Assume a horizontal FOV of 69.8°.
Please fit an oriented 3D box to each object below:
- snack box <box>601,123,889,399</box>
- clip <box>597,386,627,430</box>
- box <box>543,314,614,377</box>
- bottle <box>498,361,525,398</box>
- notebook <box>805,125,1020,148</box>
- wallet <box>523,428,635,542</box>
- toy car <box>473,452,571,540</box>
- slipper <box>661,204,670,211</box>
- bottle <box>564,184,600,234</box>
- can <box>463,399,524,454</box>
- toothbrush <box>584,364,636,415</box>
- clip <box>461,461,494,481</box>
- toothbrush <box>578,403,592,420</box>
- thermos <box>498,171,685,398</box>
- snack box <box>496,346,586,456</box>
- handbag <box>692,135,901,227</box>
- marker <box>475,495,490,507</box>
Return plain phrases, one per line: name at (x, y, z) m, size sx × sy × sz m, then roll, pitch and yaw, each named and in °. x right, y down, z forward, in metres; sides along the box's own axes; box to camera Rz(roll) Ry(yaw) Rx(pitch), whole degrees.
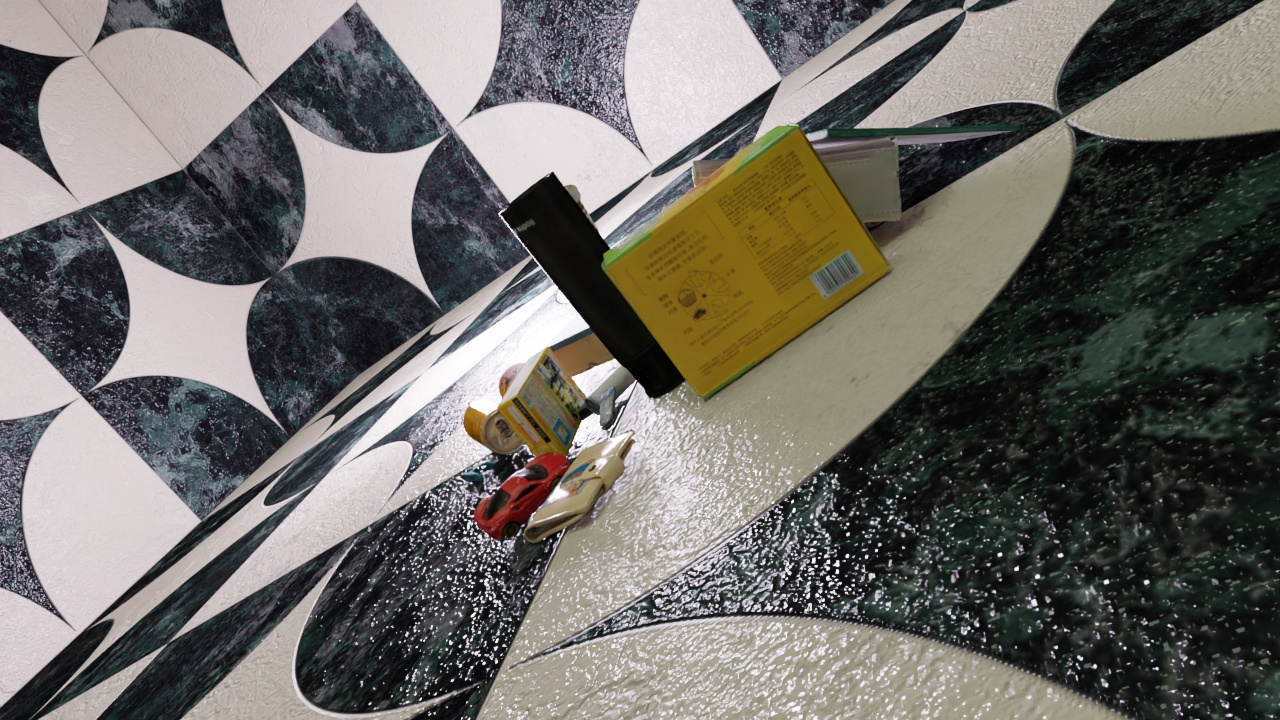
snack box at (0.092, -0.090, 0.834) m, size 0.210 × 0.157 × 0.070 m, roll -36°, pitch 14°, yaw 7°
clip at (-0.033, 0.053, 0.970) m, size 0.027 × 0.045 × 0.058 m, roll -28°, pitch 25°, yaw 23°
box at (-0.043, -0.040, 1.214) m, size 0.185 × 0.059 × 0.089 m, roll -26°, pitch 18°, yaw 43°
bottle at (-0.142, 0.046, 1.187) m, size 0.066 × 0.067 × 0.149 m, roll -39°, pitch 21°, yaw -6°
notebook at (0.260, -0.233, 0.961) m, size 0.209 × 0.012 × 0.150 m, roll -5°, pitch 9°, yaw -12°
wallet at (-0.049, 0.110, 0.822) m, size 0.087 × 0.024 × 0.114 m, roll -32°, pitch 13°, yaw 39°
toy car at (-0.112, 0.125, 0.879) m, size 0.106 × 0.031 × 0.049 m, roll -40°, pitch 36°, yaw -20°
slipper at (0.039, -0.100, 1.056) m, size 0.191 × 0.081 × 0.091 m, roll 118°, pitch 150°, yaw -53°
bottle at (-0.039, -0.092, 0.981) m, size 0.060 × 0.206 × 0.059 m, roll -22°, pitch 28°, yaw 12°
can at (-0.186, 0.083, 1.165) m, size 0.058 × 0.058 × 0.146 m, roll -41°, pitch 15°, yaw -14°
toothbrush at (0.017, -0.017, 1.057) m, size 0.220 × 0.027 × 0.026 m, roll -44°, pitch -17°, yaw -27°
clip at (-0.201, 0.138, 1.120) m, size 0.056 × 0.013 × 0.039 m, roll -21°, pitch 20°, yaw 50°
toothbrush at (-0.006, 0.006, 1.065) m, size 0.189 × 0.016 × 0.014 m, roll -43°, pitch 19°, yaw -26°
thermos at (-0.031, -0.076, 0.912) m, size 0.090 × 0.242 × 0.068 m, roll -28°, pitch 19°, yaw 36°
snack box at (-0.104, 0.049, 1.015) m, size 0.034 × 0.087 × 0.140 m, roll -31°, pitch 15°, yaw 22°
handbag at (0.155, -0.172, 0.940) m, size 0.197 × 0.098 × 0.144 m, roll -5°, pitch 16°, yaw 8°
marker at (-0.150, 0.150, 0.958) m, size 0.018 × 0.015 × 0.124 m, roll -49°, pitch 15°, yaw -22°
